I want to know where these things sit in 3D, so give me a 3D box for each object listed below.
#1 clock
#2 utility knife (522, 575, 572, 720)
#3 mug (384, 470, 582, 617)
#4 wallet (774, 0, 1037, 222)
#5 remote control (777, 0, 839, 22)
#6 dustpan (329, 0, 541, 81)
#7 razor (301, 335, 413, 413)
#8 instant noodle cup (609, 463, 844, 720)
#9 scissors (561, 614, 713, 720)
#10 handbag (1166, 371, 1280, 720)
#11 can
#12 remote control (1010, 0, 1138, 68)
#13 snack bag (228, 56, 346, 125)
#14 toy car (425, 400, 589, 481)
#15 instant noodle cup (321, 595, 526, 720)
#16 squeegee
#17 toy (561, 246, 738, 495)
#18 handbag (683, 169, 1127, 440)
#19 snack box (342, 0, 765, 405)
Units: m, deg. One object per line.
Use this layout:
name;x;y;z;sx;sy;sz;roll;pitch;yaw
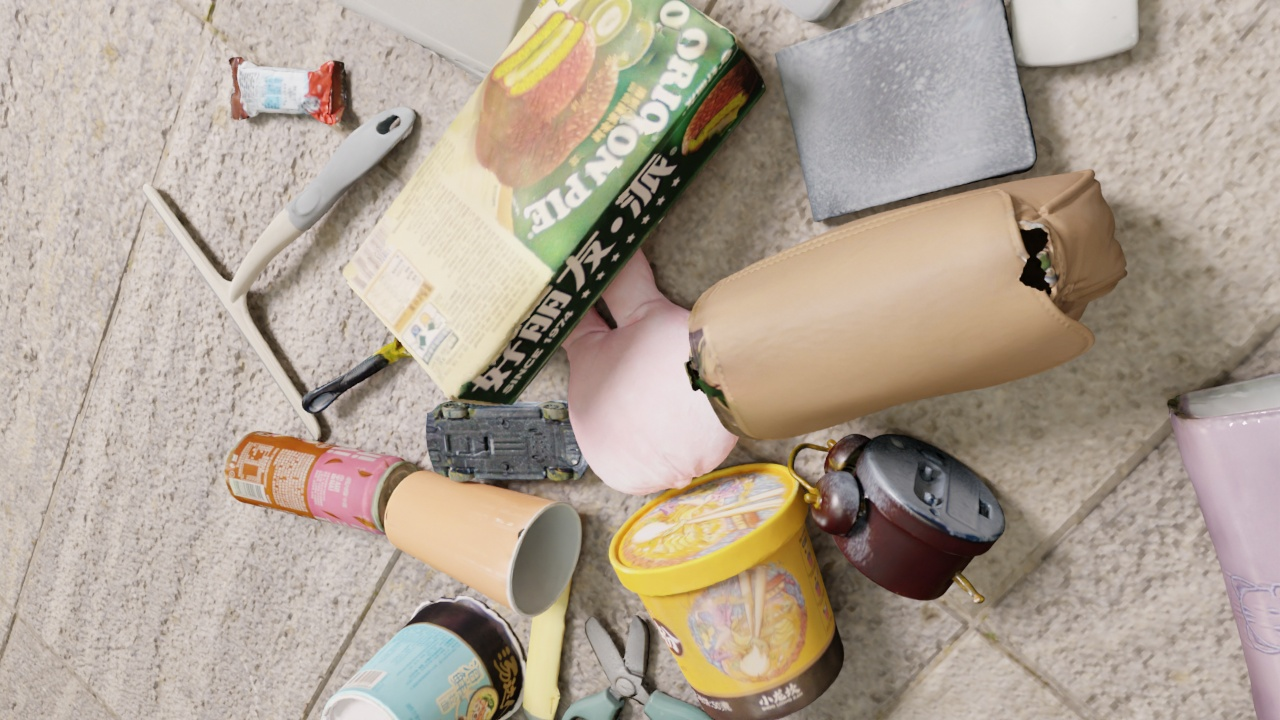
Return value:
clock;0.138;0.079;0.504;0.122;0.081;0.055;29;119;8
utility knife;-0.065;0.191;0.660;0.031;0.019;0.175;14;109;18
mug;-0.112;0.119;0.631;0.123;0.078;0.078;13;108;30
wallet;0.136;-0.132;0.479;0.121;0.019;0.097;-10;101;35
remote control;0.113;-0.242;0.467;0.056;0.020;0.136;43;116;8
dustpan;-0.137;-0.306;0.529;0.257;0.142;0.223;13;123;-20
razor;-0.192;0.004;0.664;0.143;0.022;0.042;-27;119;22
instant noodle cup;0.057;0.138;0.541;0.119;0.118;0.114;-17;104;27
scissors;-0.014;0.264;0.655;0.177;0.019;0.174;-33;90;28
handbag;0.343;0.097;0.412;0.145;0.098;0.197;-16;96;32
can;-0.239;0.091;0.690;0.147;0.057;0.058;7;106;22
remote control;0.203;-0.210;0.435;0.056;0.019;0.135;-3;102;25
snack bag;-0.250;-0.188;0.641;0.105;0.026;0.045;10;107;23
toy car;-0.089;0.053;0.627;0.121;0.036;0.054;0;102;14
instant noodle cup;-0.158;0.244;0.657;0.111;0.120;0.111;6;106;23
squeegee;-0.245;-0.097;0.656;0.247;0.039;0.246;-37;87;27
toy;-0.003;0.003;0.564;0.122;0.054;0.159;-32;76;28
handbag;0.123;-0.022;0.447;0.205;0.147;0.100;-18;93;31
snack box;-0.052;-0.099;0.512;0.114;0.063;0.240;43;101;22
